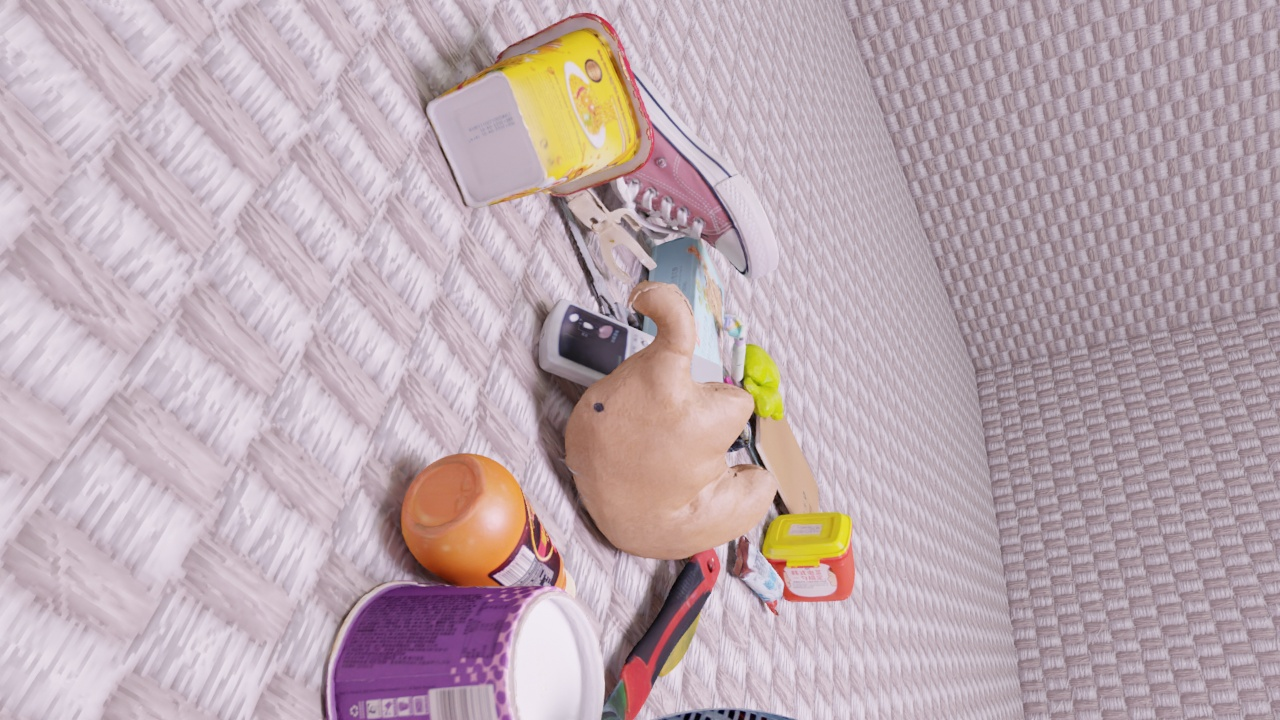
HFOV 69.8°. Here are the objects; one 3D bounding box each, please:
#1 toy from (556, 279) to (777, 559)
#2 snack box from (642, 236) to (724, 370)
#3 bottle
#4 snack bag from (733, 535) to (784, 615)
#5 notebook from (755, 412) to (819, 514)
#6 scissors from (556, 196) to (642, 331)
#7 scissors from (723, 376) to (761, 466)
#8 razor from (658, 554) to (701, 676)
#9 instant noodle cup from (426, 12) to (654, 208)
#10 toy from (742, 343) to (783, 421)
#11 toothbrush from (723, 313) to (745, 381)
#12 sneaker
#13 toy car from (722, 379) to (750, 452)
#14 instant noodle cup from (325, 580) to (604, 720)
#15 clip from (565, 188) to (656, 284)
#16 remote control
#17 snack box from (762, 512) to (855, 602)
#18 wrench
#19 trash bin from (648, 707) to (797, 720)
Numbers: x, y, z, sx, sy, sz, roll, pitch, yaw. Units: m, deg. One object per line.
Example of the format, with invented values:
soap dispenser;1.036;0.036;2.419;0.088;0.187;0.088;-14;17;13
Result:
toy;0.012;0.054;0.646;0.082;0.143;0.226;-117;-175;-54
snack box;0.041;-0.033;0.835;0.174;0.052;0.074;-84;154;-47
bottle;-0.076;0.114;0.528;0.149;0.067;0.066;60;29;-45
snack bag;0.119;0.216;0.917;0.105;0.026;0.045;52;43;-39
notebook;0.178;0.127;1.093;0.208;0.008;0.147;61;23;-29
scissors;-0.036;-0.059;0.752;0.175;0.014;0.132;47;36;-47
scissors;0.113;0.085;0.985;0.107;0.017;0.135;-74;144;-59
razor;0.036;0.203;0.754;0.043;0.028;0.132;66;28;-28
instant noodle cup;-0.070;-0.165;0.635;0.123;0.116;0.116;-41;114;-50
toy;0.136;0.021;1.034;0.096;0.031;0.100;15;50;-55
toothbrush;0.095;-0.007;0.909;0.029;0.020;0.189;57;-3;16
sneaker;0.021;-0.156;0.809;0.241;0.087;0.118;51;-10;9
toy car;0.070;0.047;0.876;0.105;0.049;0.031;58;32;-35
instant noodle cup;-0.078;0.158;0.450;0.111;0.099;0.111;44;39;-51
clip;-0.028;-0.115;0.769;0.102;0.035;0.094;51;20;-26
remote control;-0.004;0.004;0.688;0.150;0.021;0.058;22;55;-21
snack box;0.184;0.213;0.983;0.081;0.091;0.080;-55;134;-58
wrench;0.008;0.221;0.664;0.056;0.016;0.272;61;34;-16
trash bin;0.032;0.301;0.458;0.195;0.226;0.226;100;-11;-65
